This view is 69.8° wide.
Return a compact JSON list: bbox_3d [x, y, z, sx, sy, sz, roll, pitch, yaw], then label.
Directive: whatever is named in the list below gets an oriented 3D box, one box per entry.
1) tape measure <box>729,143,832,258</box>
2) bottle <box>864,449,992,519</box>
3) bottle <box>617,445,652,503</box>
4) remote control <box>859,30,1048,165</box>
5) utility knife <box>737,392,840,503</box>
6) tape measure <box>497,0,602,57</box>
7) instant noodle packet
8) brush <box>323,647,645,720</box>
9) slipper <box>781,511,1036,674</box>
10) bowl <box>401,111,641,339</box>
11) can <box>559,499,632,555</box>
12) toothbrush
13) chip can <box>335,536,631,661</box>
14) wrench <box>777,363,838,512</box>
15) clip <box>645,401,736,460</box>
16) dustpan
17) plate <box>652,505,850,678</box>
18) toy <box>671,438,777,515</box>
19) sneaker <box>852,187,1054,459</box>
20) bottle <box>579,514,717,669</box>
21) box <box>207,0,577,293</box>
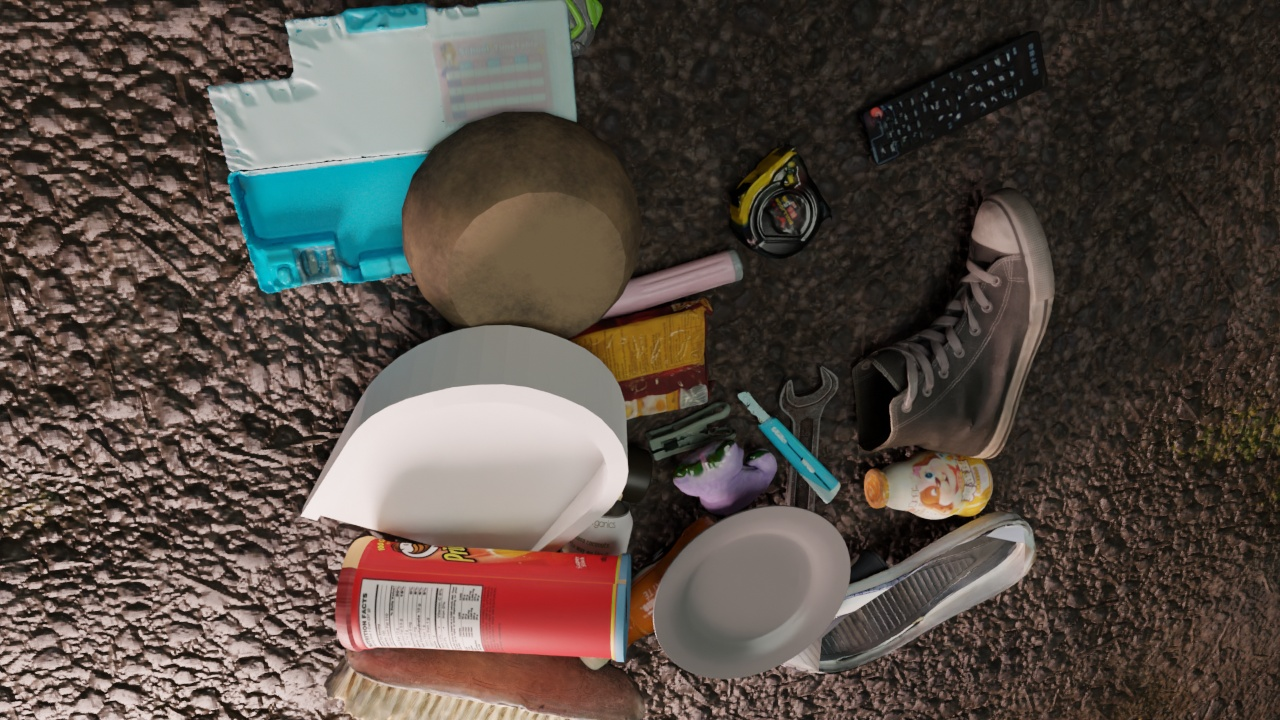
[{"bbox_3d":[0.104,-0.116,0.700,0.072,0.042,0.071,-39,117,-2],"label":"tape measure"},{"bbox_3d":[0.257,0.112,0.824,0.109,0.063,0.063,-3,113,-14],"label":"bottle"},{"bbox_3d":[-0.082,0.074,0.727,0.184,0.045,0.045,15,107,-20],"label":"bottle"},{"bbox_3d":[0.241,-0.204,0.712,0.150,0.022,0.047,-25,117,-2],"label":"remote control"},{"bbox_3d":[0.125,0.074,0.788,0.022,0.015,0.141,-45,113,2],"label":"utility knife"},{"bbox_3d":[-0.061,-0.231,0.611,0.058,0.036,0.065,-46,117,-3],"label":"tape measure"},{"bbox_3d":[-0.004,0.004,0.713,0.135,0.039,0.099,-14,134,-10],"label":"instant noodle packet"},{"bbox_3d":[-0.124,0.280,0.781,0.271,0.083,0.057,18,106,-22],"label":"brush"},{"bbox_3d":[0.236,0.210,0.856,0.264,0.063,0.111,-28,124,7],"label":"slipper"},{"bbox_3d":[-0.074,-0.076,0.610,0.162,0.070,0.162,-10,129,-12],"label":"bowl"},{"bbox_3d":[-0.040,0.163,0.770,0.055,0.055,0.102,6,110,-17],"label":"can"},{"bbox_3d":[-0.029,-0.043,0.704,0.222,0.027,0.026,-17,119,-7],"label":"toothbrush"},{"bbox_3d":[-0.116,0.185,0.709,0.213,0.087,0.087,2,112,3],"label":"chip can"},{"bbox_3d":[0.144,0.131,0.831,0.070,0.010,0.274,-6,113,-13],"label":"wrench"},{"bbox_3d":[0.042,0.060,0.768,0.075,0.023,0.037,-18,117,-5],"label":"clip"},{"bbox_3d":[-0.116,0.084,0.659,0.191,0.053,0.259,21,130,-22],"label":"dustpan"},{"bbox_3d":[0.094,0.196,0.778,0.178,0.012,0.179,-7,116,-15],"label":"plate"},{"bbox_3d":[0.073,0.094,0.772,0.080,0.036,0.100,-34,142,6],"label":"toy"},{"bbox_3d":[0.251,-0.025,0.753,0.119,0.095,0.235,-1,119,-15],"label":"sneaker"},{"bbox_3d":[0.014,0.206,0.800,0.167,0.059,0.059,-40,116,4],"label":"bottle"},{"bbox_3d":[-0.152,-0.139,0.602,0.226,0.039,0.182,-9,128,-11],"label":"box"}]
